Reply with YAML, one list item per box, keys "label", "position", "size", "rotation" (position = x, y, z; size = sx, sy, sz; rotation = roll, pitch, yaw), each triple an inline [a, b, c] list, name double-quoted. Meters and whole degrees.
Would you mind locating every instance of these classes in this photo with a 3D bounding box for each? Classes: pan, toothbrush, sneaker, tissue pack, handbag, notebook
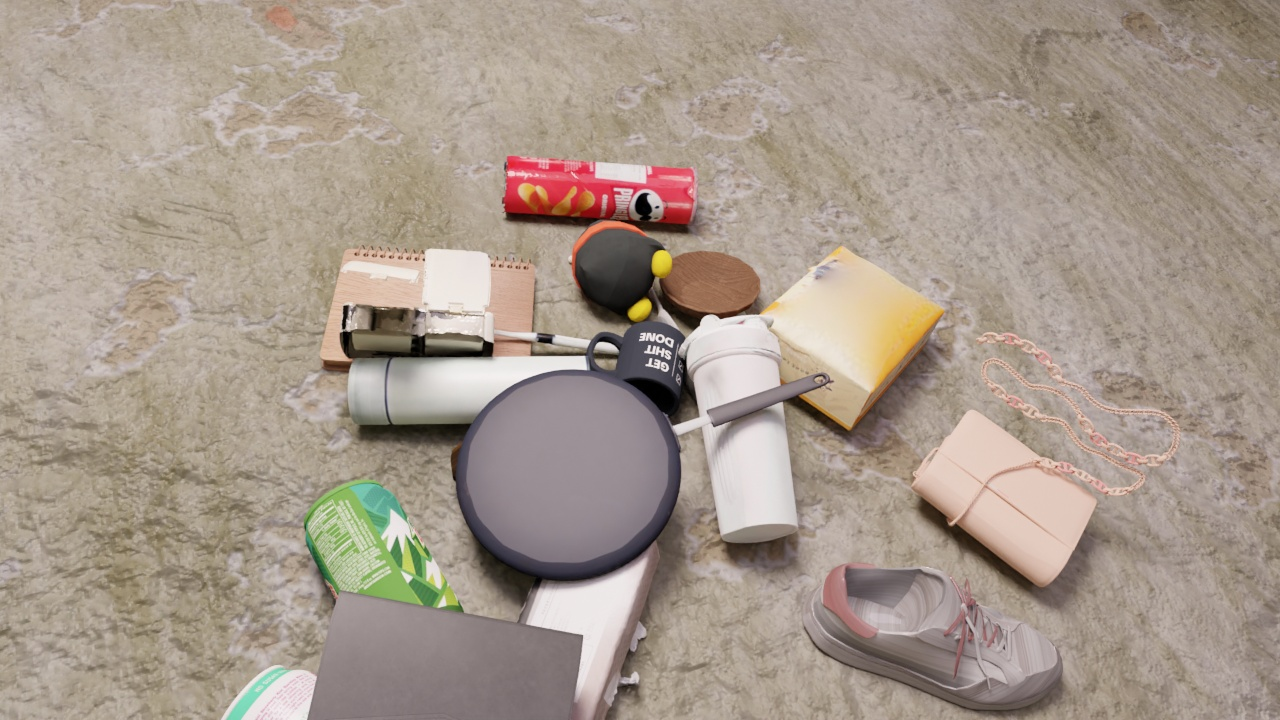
- label: "pan"
  position: [0.010, 0.069, 0.822]
  size: [0.356, 0.021, 0.198]
  rotation: [-19, 63, -10]
- label: "toothbrush"
  position: [-0.091, -0.023, 0.973]
  size: [0.186, 0.017, 0.012]
  rotation: [9, 50, -17]
- label: "sneaker"
  position: [0.267, 0.233, 0.804]
  size: [0.236, 0.090, 0.099]
  rotation: [13, 50, 0]
- label: "tissue pack"
  position: [-0.047, 0.228, 0.775]
  size: [0.104, 0.071, 0.180]
  rotation: [8, 46, 16]
- label: "handbag"
  position: [-0.141, 0.274, 0.613]
  size: [0.175, 0.072, 0.195]
  rotation: [13, 46, -9]
- label: "handbag"
  position: [0.362, 0.094, 0.870]
  size: [0.199, 0.188, 0.116]
  rotation: [38, 47, 14]
- label: "toothbrush"
  position: [0.036, -0.029, 1.019]
  size: [0.022, 0.024, 0.185]
  rotation: [25, 33, -49]
- label: "notebook"
  position: [-0.223, -0.055, 0.993]
  size: [0.210, 0.022, 0.168]
  rotation: [4, 52, -7]

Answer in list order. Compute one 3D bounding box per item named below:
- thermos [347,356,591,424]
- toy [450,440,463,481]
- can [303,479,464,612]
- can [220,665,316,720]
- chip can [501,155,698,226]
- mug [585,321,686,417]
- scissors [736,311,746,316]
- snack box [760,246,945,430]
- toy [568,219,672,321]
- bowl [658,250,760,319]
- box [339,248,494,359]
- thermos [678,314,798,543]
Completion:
- label: "thermos"
  position: [-0.163, 0.029, 0.891]
  size: [0.230, 0.068, 0.067]
  rotation: [0, 51, -2]
- label: "toy"
  position: [-0.128, 0.093, 0.865]
  size: [0.100, 0.062, 0.076]
  rotation: [-8, 15, 1]
- label: "can"
  position: [-0.216, 0.176, 0.764]
  size: [0.082, 0.083, 0.144]
  rotation: [-25, 60, -27]
- label: "can"
  position: [-0.218, 0.296, 0.663]
  size: [0.166, 0.088, 0.088]
  rotation: [27, 52, 12]
- label: "chip can"
  position: [-0.050, -0.207, 1.115]
  size: [0.233, 0.073, 0.073]
  rotation: [2, 51, -8]
- label: "mug"
  position: [-0.006, 0.005, 0.946]
  size: [0.105, 0.071, 0.077]
  rotation: [20, 49, -9]
- label: "scissors"
  position: [0.124, -0.003, 1.019]
  size: [0.172, 0.014, 0.158]
  rotation: [31, 51, 14]
- label: "snack box"
  position: [0.227, -0.037, 1.009]
  size: [0.145, 0.081, 0.194]
  rotation: [36, 47, 18]
- label: "toy"
  position: [-0.031, -0.114, 1.032]
  size: [0.099, 0.098, 0.119]
  rotation: [13, 30, -24]
- label: "bowl"
  position: [0.078, -0.081, 1.056]
  size: [0.118, 0.030, 0.117]
  rotation: [2, 42, -2]
- label: "box"
  position: [-0.203, -0.070, 0.854]
  size: [0.143, 0.195, 0.101]
  rotation: [3, 74, -14]
- label: "thermos"
  position: [0.098, 0.061, 0.889]
  size: [0.099, 0.099, 0.220]
  rotation: [0, 65, -11]
